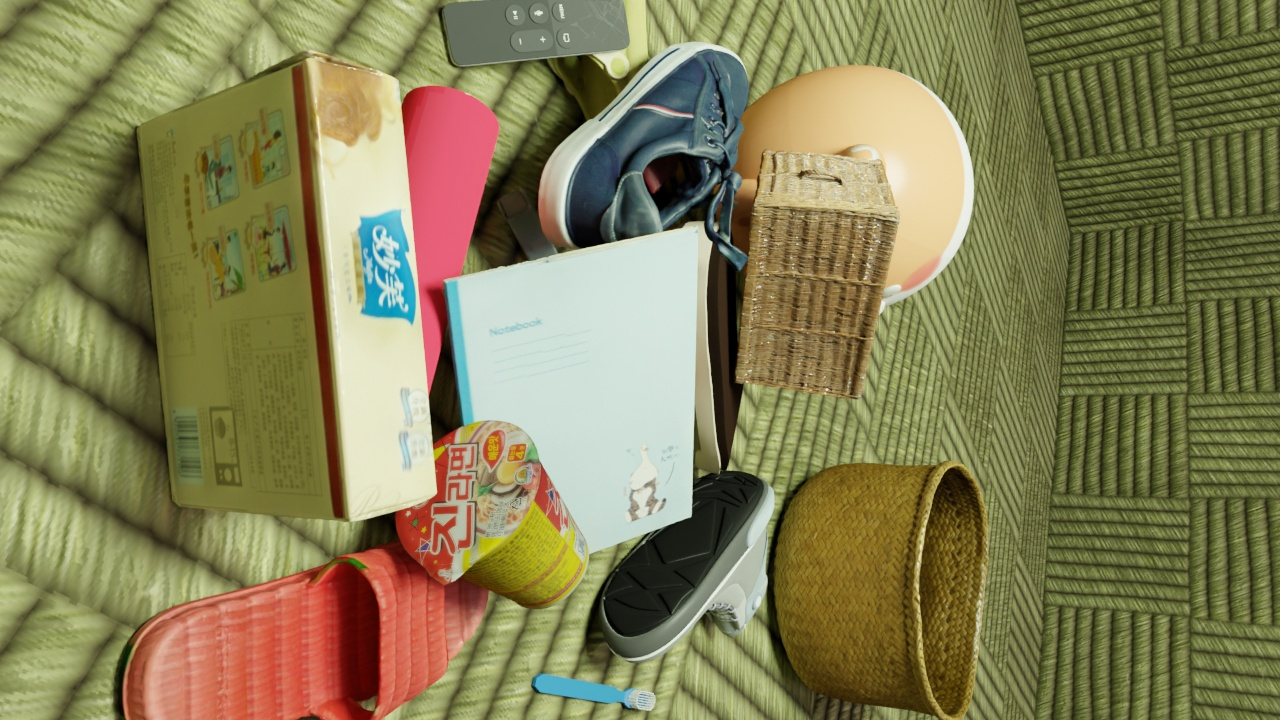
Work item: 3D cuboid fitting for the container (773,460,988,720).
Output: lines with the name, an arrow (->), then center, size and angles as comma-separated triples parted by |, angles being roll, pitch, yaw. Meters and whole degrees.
container -> 0.293, 0.269, 1.118 | 0.306, 0.197, 0.307 | 5, 84, -58

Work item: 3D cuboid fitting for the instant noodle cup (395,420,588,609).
instant noodle cup -> -0.086, 0.109, 0.602 | 0.112, 0.100, 0.100 | 55, 44, -48

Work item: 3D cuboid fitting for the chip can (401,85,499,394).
chip can -> -0.148, -0.067, 0.594 | 0.069, 0.069, 0.220 | 35, 58, -50

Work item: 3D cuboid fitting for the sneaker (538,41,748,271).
sneaker -> 0.047, -0.164, 0.722 | 0.293, 0.127, 0.121 | -51, 147, -45

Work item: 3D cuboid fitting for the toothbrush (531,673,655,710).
toothbrush -> -0.036, 0.284, 0.783 | 0.166, 0.014, 0.016 | 35, 59, -49

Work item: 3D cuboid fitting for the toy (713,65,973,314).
toy -> 0.201, -0.169, 0.947 | 0.280, 0.263, 0.265 | -8, 86, -62

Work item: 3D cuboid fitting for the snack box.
snack box -> -0.182, -0.029, 0.463 | 0.055, 0.154, 0.207 | -7, 93, -54

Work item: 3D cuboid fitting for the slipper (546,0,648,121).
slipper -> -0.044, -0.263, 0.771 | 0.081, 0.092, 0.190 | -16, 103, -31

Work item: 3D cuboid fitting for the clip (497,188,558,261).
clip -> -0.071, -0.070, 0.713 | 0.169, 0.031, 0.164 | 135, -69, -89

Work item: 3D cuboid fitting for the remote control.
remote control -> -0.077, -0.255, 0.703 | 0.146, 0.008, 0.045 | -14, 101, -23

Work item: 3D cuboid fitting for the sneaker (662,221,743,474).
sneaker -> 0.027, 0.000, 0.847 | 0.294, 0.116, 0.111 | 78, 22, -49

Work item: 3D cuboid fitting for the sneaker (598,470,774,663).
sneaker -> 0.056, 0.228, 0.872 | 0.255, 0.093, 0.160 | -43, 131, -48

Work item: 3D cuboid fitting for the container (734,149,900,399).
container -> 0.149, -0.077, 0.800 | 0.112, 0.114, 0.199 | -75, 169, -50

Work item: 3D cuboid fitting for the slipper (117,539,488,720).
slipper -> -0.172, 0.167, 0.548 | 0.248, 0.059, 0.103 | -4, 90, -55

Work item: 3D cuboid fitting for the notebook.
notebook -> -0.039, 0.040, 0.649 | 0.180, 0.009, 0.254 | -15, 124, -23
